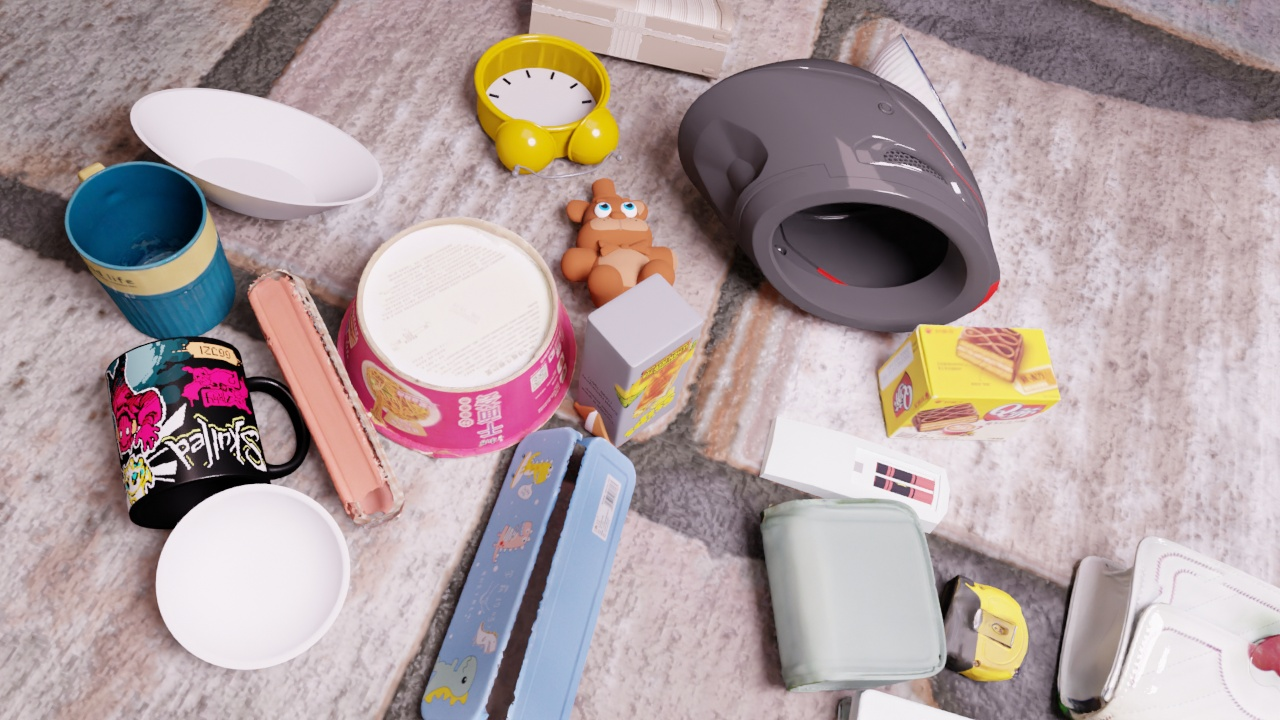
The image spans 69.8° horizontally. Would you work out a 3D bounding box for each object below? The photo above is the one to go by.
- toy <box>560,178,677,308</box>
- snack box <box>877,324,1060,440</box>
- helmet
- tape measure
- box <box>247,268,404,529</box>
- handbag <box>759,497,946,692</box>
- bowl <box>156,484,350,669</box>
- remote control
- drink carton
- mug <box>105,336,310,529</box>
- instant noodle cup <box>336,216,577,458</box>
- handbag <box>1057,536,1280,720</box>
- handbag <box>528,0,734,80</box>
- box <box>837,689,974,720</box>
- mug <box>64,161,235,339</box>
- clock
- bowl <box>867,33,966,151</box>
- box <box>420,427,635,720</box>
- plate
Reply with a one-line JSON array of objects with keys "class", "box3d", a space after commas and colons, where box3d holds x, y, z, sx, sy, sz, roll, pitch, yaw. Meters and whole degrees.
[{"class": "toy", "box3d": [-0.018, -0.096, 0.727, 0.095, 0.065, 0.127, -3, 60, -15]}, {"class": "snack box", "box3d": [0.251, 0.019, 0.710, 0.105, 0.084, 0.061, 2, 63, -10]}, {"class": "helmet", "box3d": [0.156, -0.144, 0.726, 0.264, 0.165, 0.169, 19, 51, -11]}, {"class": "tape measure", "box3d": [0.243, 0.192, 0.650, 0.064, 0.037, 0.065, 26, 62, 3]}, {"class": "box", "box3d": [-0.216, 0.030, 0.630, 0.058, 0.062, 0.188, -25, 82, -5]}, {"class": "handbag", "box3d": [0.139, 0.160, 0.629, 0.106, 0.067, 0.121, 4, 64, -19]}, {"class": "bowl", "box3d": [-0.239, 0.134, 0.577, 0.110, 0.041, 0.110, 2, 80, -14]}, {"class": "remote control", "box3d": [0.166, 0.085, 0.695, 0.143, 0.024, 0.049, 19, 62, -2]}, {"class": "drink carton", "box3d": [-0.004, 0.004, 0.644, 0.076, 0.125, 0.048, -34, 69, -24]}, {"class": "mug", "box3d": [-0.278, 0.047, 0.603, 0.117, 0.082, 0.098, -2, 61, -43]}, {"class": "instant noodle cup", "box3d": [-0.130, -0.027, 0.661, 0.178, 0.078, 0.178, 4, 64, -9]}, {"class": "handbag", "box3d": [0.404, 0.224, 0.634, 0.198, 0.096, 0.141, 24, 63, -1]}, {"class": "handbag", "box3d": [-0.004, -0.364, 0.867, 0.175, 0.062, 0.197, 10, 53, -7]}, {"class": "box", "box3d": [0.226, 0.274, 0.593, 0.199, 0.066, 0.082, 15, 40, 0]}, {"class": "mug", "box3d": [-0.339, -0.082, 0.631, 0.083, 0.107, 0.113, -40, 78, -23]}, {"class": "clock", "box3d": [-0.080, -0.213, 0.779, 0.113, 0.052, 0.151, -12, 63, -17]}, {"class": "bowl", "box3d": [0.237, -0.226, 0.827, 0.062, 0.118, 0.118, -29, 67, 23]}, {"class": "box", "box3d": [-0.067, 0.151, 0.615, 0.074, 0.078, 0.208, 44, 52, -39]}, {"class": "plate", "box3d": [-0.285, -0.146, 0.686, 0.174, 0.036, 0.173, 20, 29, -12]}]
